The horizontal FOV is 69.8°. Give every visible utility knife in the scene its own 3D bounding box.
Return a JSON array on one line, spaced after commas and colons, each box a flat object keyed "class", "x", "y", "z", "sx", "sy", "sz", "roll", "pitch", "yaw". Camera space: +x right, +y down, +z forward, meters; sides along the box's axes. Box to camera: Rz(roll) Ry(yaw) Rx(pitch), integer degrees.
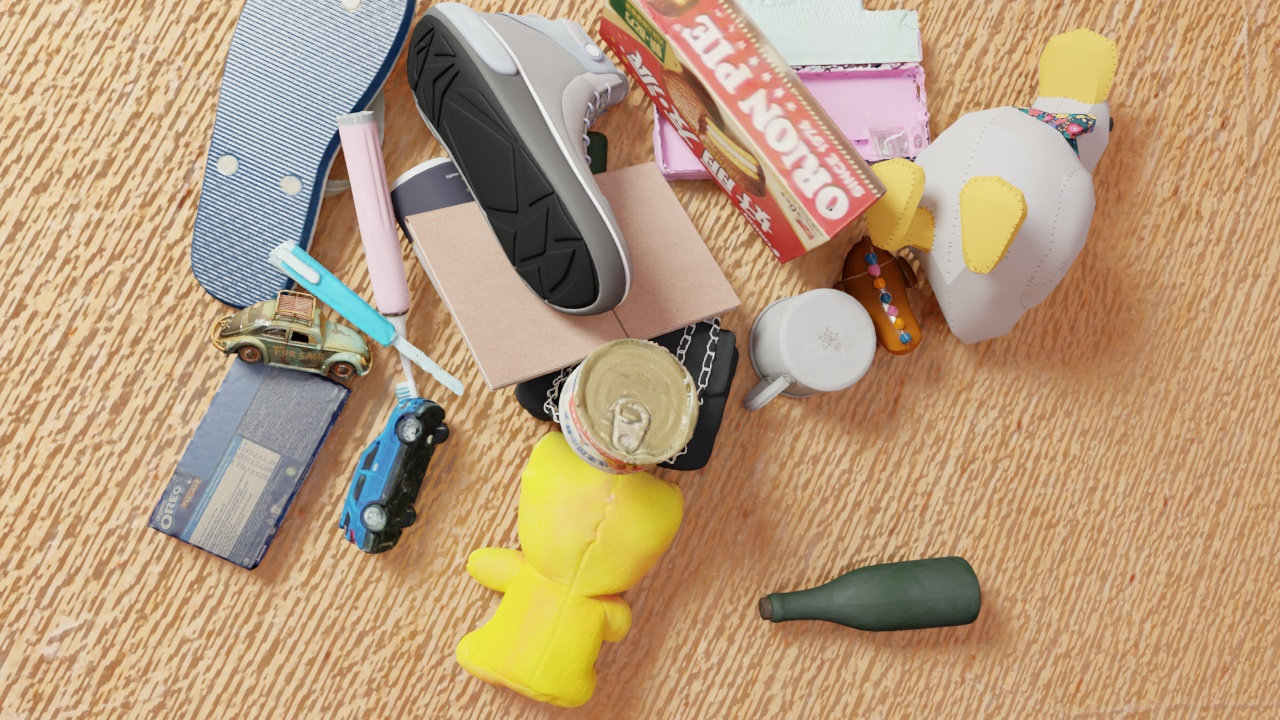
[{"class": "utility knife", "x": -0.197, "y": -0.026, "z": 0.665, "sx": 0.169, "sy": 0.015, "sz": 0.022, "roll": 41, "pitch": 91, "yaw": -8}]

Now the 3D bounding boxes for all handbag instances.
[{"class": "handbag", "x": -0.004, "y": 0.004, "z": 0.682, "sx": 0.153, "sy": 0.115, "sz": 0.125, "roll": 22, "pitch": 83, "yaw": -5}]

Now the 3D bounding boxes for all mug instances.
[{"class": "mug", "x": 0.127, "y": -0.003, "z": 0.727, "sx": 0.084, "sy": 0.070, "sz": 0.113, "roll": 43, "pitch": 80, "yaw": -6}]

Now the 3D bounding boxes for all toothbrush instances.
[{"class": "toothbrush", "x": -0.186, "y": -0.066, "z": 0.669, "sx": 0.026, "sy": 0.027, "sz": 0.223, "roll": -6, "pitch": 109, "yaw": 0}]

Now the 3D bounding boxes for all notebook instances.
[{"class": "notebook", "x": -0.044, "y": -0.070, "z": 0.664, "sx": 0.208, "sy": 0.008, "sz": 0.141, "roll": -19, "pitch": 70, "yaw": -29}]

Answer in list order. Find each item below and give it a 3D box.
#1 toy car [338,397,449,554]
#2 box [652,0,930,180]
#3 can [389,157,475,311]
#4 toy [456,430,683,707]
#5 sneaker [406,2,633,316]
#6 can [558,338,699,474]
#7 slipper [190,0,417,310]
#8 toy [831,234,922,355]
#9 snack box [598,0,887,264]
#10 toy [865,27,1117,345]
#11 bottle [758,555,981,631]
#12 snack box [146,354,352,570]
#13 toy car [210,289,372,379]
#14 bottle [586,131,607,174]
[{"class": "toy car", "x": -0.184, "y": 0.083, "z": 0.678, "sx": 0.043, "sy": 0.056, "sz": 0.120, "roll": 23, "pitch": 89, "yaw": 15}, {"class": "box", "x": 0.121, "y": -0.234, "z": 0.752, "sx": 0.230, "sy": 0.035, "sz": 0.159, "roll": -5, "pitch": 89, "yaw": -10}, {"class": "can", "x": -0.134, "y": -0.084, "z": 0.688, "sx": 0.064, "sy": 0.064, "sz": 0.127, "roll": -30, "pitch": 93, "yaw": -10}, {"class": "toy", "x": -0.058, "y": 0.158, "z": 0.681, "sx": 0.134, "sy": 0.087, "sz": 0.193, "roll": 26, "pitch": 85, "yaw": -4}, {"class": "sneaker", "x": -0.047, "y": -0.154, "z": 0.659, "sx": 0.160, "sy": 0.093, "sz": 0.256, "roll": -22, "pitch": 70, "yaw": -39}, {"class": "can", "x": -0.008, "y": 0.031, "z": 0.608, "sx": 0.086, "sy": 0.043, "sz": 0.086, "roll": 7, "pitch": 69, "yaw": -20}, {"class": "slipper", "x": -0.251, "y": -0.178, "z": 0.678, "sx": 0.118, "sy": 0.060, "sz": 0.295, "roll": 22, "pitch": 97, "yaw": -3}, {"class": "toy", "x": 0.192, "y": -0.052, "z": 0.723, "sx": 0.071, "sy": 0.103, "sz": 0.090, "roll": -24, "pitch": 68, "yaw": 7}, {"class": "snack box", "x": 0.067, "y": -0.185, "z": 0.669, "sx": 0.060, "sy": 0.113, "sz": 0.236, "roll": -40, "pitch": 94, "yaw": -7}, {"class": "toy", "x": 0.292, "y": -0.129, "z": 0.726, "sx": 0.266, "sy": 0.141, "sz": 0.247, "roll": -22, "pitch": 123, "yaw": -42}, {"class": "bottle", "x": 0.181, "y": 0.192, "z": 0.737, "sx": 0.174, "sy": 0.055, "sz": 0.055, "roll": -3, "pitch": 88, "yaw": -9}, {"class": "snack box", "x": -0.286, "y": 0.069, "z": 0.675, "sx": 0.082, "sy": 0.027, "sz": 0.150, "roll": 28, "pitch": 83, "yaw": -6}, {"class": "toy car", "x": -0.247, "y": -0.021, "z": 0.661, "sx": 0.111, "sy": 0.047, "sz": 0.047, "roll": 12, "pitch": 124, "yaw": -23}, {"class": "bottle", "x": -0.040, "y": -0.127, "z": 0.726, "sx": 0.025, "sy": 0.025, "sz": 0.106, "roll": 3, "pitch": 87, "yaw": -10}]
